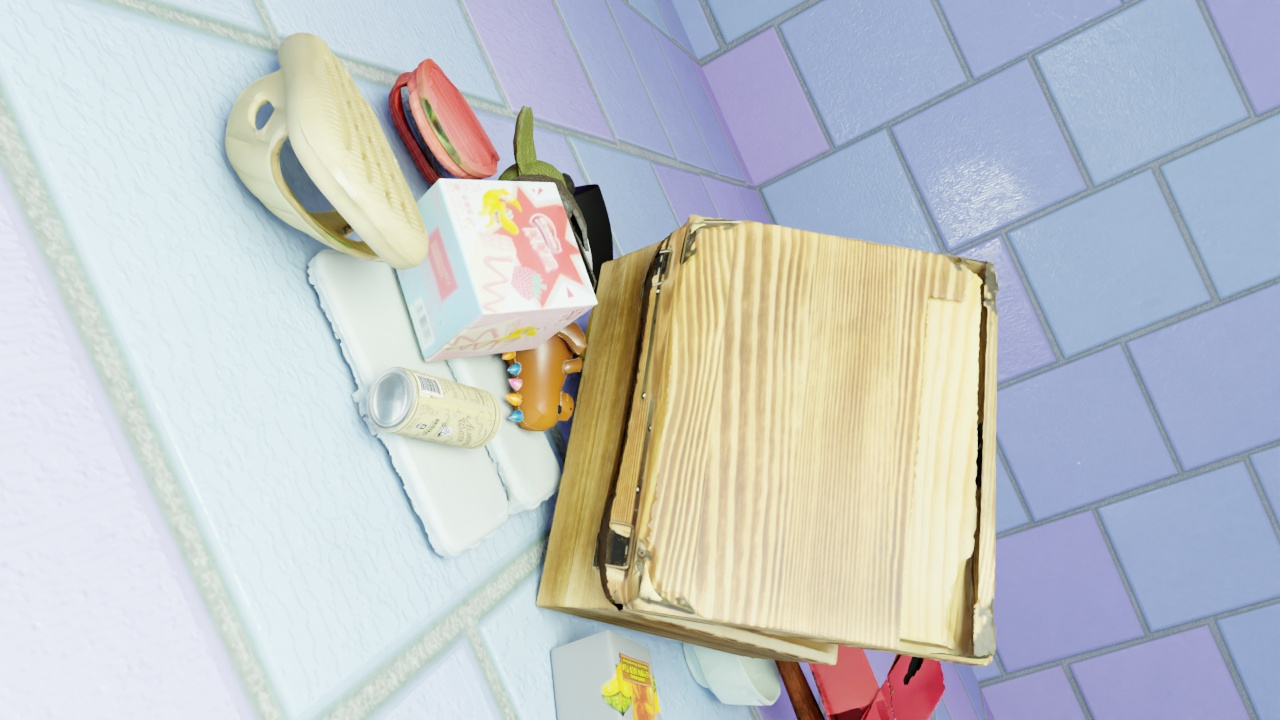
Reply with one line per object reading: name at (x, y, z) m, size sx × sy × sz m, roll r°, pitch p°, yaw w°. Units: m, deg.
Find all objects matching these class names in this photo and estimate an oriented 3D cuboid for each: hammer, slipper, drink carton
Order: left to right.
slipper at (-0.194, -0.120, 0.549) m, size 0.111 × 0.079 × 0.261 m, roll 55°, pitch 2°, yaw -39°
slipper at (-0.162, -0.182, 0.742) m, size 0.103 × 0.059 × 0.248 m, roll 59°, pitch 3°, yaw -16°
drink carton at (-0.018, 0.252, 0.608) m, size 0.076 × 0.049 × 0.124 m, roll 44°, pitch 28°, yaw -49°
hammer at (0.101, 0.198, 0.839) m, size 0.111 × 0.028 × 0.300 m, roll -33°, pitch 101°, yaw -77°

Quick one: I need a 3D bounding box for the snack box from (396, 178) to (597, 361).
snack box at (-0.097, -0.060, 0.601) m, size 0.094 × 0.080 × 0.093 m, roll -8°, pitch 73°, yaw -44°

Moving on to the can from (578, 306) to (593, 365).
can at (-0.005, 0.005, 0.899) m, size 0.130 × 0.072 × 0.101 m, roll -80°, pitch 157°, yaw -60°

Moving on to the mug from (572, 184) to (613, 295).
mug at (-0.063, -0.105, 0.863) m, size 0.119 × 0.085 × 0.100 m, roll -134°, pitch -153°, yaw -70°

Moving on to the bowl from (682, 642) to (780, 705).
bowl at (0.078, 0.265, 0.846) m, size 0.117 × 0.061 × 0.117 m, roll 54°, pitch 21°, yaw -32°

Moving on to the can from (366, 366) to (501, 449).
can at (-0.121, 0.030, 0.547) m, size 0.079 × 0.038 × 0.038 m, roll 23°, pitch 46°, yaw -58°

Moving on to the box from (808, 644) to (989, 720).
box at (0.293, 0.393, 0.792) m, size 0.467 × 0.138 × 0.215 m, roll 47°, pitch -11°, yaw 42°

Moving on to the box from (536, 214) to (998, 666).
box at (0.095, 0.056, 0.647) m, size 0.269 × 0.265 × 0.278 m, roll 24°, pitch 66°, yaw -34°

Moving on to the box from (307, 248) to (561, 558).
box at (-0.128, 0.015, 0.627) m, size 0.209 × 0.038 × 0.189 m, roll 66°, pitch 15°, yaw 2°

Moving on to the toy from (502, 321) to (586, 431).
toy at (-0.090, 0.004, 0.661) m, size 0.103 × 0.071 × 0.090 m, roll 20°, pitch 57°, yaw -39°

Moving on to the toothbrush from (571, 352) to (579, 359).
toothbrush at (-0.079, -0.014, 0.834) m, size 0.184 × 0.015 × 0.015 m, roll 30°, pitch 36°, yaw -63°

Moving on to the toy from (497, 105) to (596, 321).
toy at (-0.081, -0.096, 0.742) m, size 0.180 × 0.078 × 0.152 m, roll 98°, pitch -14°, yaw -51°
